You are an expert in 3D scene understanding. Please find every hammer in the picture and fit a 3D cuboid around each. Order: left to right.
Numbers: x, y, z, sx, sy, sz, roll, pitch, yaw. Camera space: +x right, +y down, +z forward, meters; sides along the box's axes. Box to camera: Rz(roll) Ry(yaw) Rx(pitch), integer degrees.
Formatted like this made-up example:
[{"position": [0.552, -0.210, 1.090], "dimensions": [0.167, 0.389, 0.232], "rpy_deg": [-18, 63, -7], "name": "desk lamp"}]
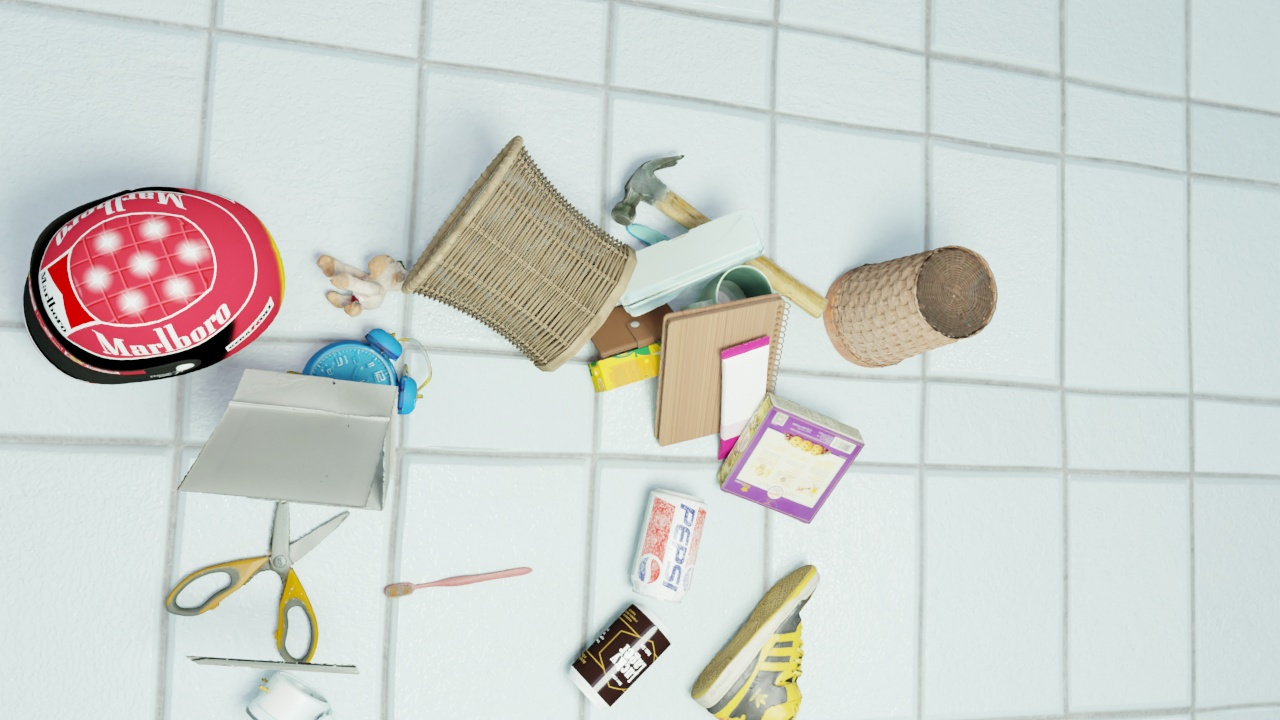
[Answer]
[{"position": [0.123, -0.160, 1.262], "dimensions": [0.330, 0.033, 0.132], "rpy_deg": [33, 64, -14], "name": "hammer"}]

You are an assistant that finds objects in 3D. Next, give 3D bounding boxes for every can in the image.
[{"position": [-0.025, 0.375, 1.167], "dimensions": [0.128, 0.072, 0.072], "rpy_deg": [-43, 98, -15], "name": "can"}, {"position": [0.036, 0.240, 1.192], "dimensions": [0.078, 0.078, 0.136], "rpy_deg": [16, 82, -15], "name": "can"}]

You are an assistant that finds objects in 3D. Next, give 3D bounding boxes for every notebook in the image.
[{"position": [0.105, 0.014, 1.187], "dimensions": [0.169, 0.022, 0.211], "rpy_deg": [-12, 132, -17], "name": "notebook"}]

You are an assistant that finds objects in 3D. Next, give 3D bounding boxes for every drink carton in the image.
[{"position": [-0.007, 0.007, 1.206], "dimensions": [0.122, 0.058, 0.041], "rpy_deg": [-17, 91, -17], "name": "drink carton"}]

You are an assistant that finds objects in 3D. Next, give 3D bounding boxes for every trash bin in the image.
[{"position": [0.363, -0.070, 1.242], "dimensions": [0.151, 0.210, 0.151], "rpy_deg": [1, 86, -16], "name": "trash bin"}]

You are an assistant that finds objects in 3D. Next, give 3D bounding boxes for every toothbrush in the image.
[{"position": [-0.225, 0.276, 1.147], "dimensions": [0.184, 0.016, 0.015], "rpy_deg": [-5, 94, -18], "name": "toothbrush"}, {"position": [0.042, -0.156, 1.255], "dimensions": [0.135, 0.017, 0.022], "rpy_deg": [23, 80, -14], "name": "toothbrush"}]

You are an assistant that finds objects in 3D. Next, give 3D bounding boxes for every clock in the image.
[{"position": [-0.391, 0.408, 1.053], "dimensions": [0.117, 0.083, 0.057], "rpy_deg": [37, 70, -10], "name": "clock"}, {"position": [-0.334, 0.024, 1.109], "dimensions": [0.161, 0.060, 0.117], "rpy_deg": [-25, 93, -18], "name": "clock"}]

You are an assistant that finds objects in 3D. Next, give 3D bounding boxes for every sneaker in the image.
[{"position": [0.187, 0.394, 1.219], "dimensions": [0.122, 0.086, 0.238], "rpy_deg": [45, 80, -3], "name": "sneaker"}]

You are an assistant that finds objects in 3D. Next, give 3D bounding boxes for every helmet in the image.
[{"position": [-0.522, -0.078, 0.977], "dimensions": [0.270, 0.225, 0.197], "rpy_deg": [-21, 92, -18], "name": "helmet"}]

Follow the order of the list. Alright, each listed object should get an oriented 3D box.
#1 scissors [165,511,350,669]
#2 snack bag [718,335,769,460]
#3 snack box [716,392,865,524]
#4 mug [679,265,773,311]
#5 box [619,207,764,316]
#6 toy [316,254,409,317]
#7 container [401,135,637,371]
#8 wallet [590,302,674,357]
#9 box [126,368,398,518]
[{"position": [-0.445, 0.255, 1.082], "dimensions": [0.225, 0.016, 0.225], "rpy_deg": [-2, 86, -17], "name": "scissors"}, {"position": [0.134, 0.052, 1.206], "dimensions": [0.070, 0.016, 0.197], "rpy_deg": [-19, 134, -17], "name": "snack bag"}, {"position": [0.200, 0.134, 1.230], "dimensions": [0.143, 0.040, 0.148], "rpy_deg": [23, 114, -14], "name": "snack box"}, {"position": [0.106, -0.074, 1.222], "dimensions": [0.111, 0.104, 0.084], "rpy_deg": [-13, 90, -18], "name": "mug"}, {"position": [0.060, -0.127, 1.182], "dimensions": [0.199, 0.085, 0.070], "rpy_deg": [-22, 115, 10], "name": "box"}, {"position": [-0.327, -0.096, 1.112], "dimensions": [0.105, 0.085, 0.074], "rpy_deg": [-17, 112, -26], "name": "toy"}, {"position": [-0.139, -0.116, 1.100], "dimensions": [0.196, 0.227, 0.226], "rpy_deg": [37, 77, -18], "name": "container"}, {"position": [-0.011, -0.048, 1.205], "dimensions": [0.120, 0.087, 0.013], "rpy_deg": [-17, 134, -17], "name": "wallet"}, {"position": [-0.339, 0.076, 0.915], "dimensions": [0.166, 0.413, 0.149], "rpy_deg": [6, 80, -9], "name": "box"}]
